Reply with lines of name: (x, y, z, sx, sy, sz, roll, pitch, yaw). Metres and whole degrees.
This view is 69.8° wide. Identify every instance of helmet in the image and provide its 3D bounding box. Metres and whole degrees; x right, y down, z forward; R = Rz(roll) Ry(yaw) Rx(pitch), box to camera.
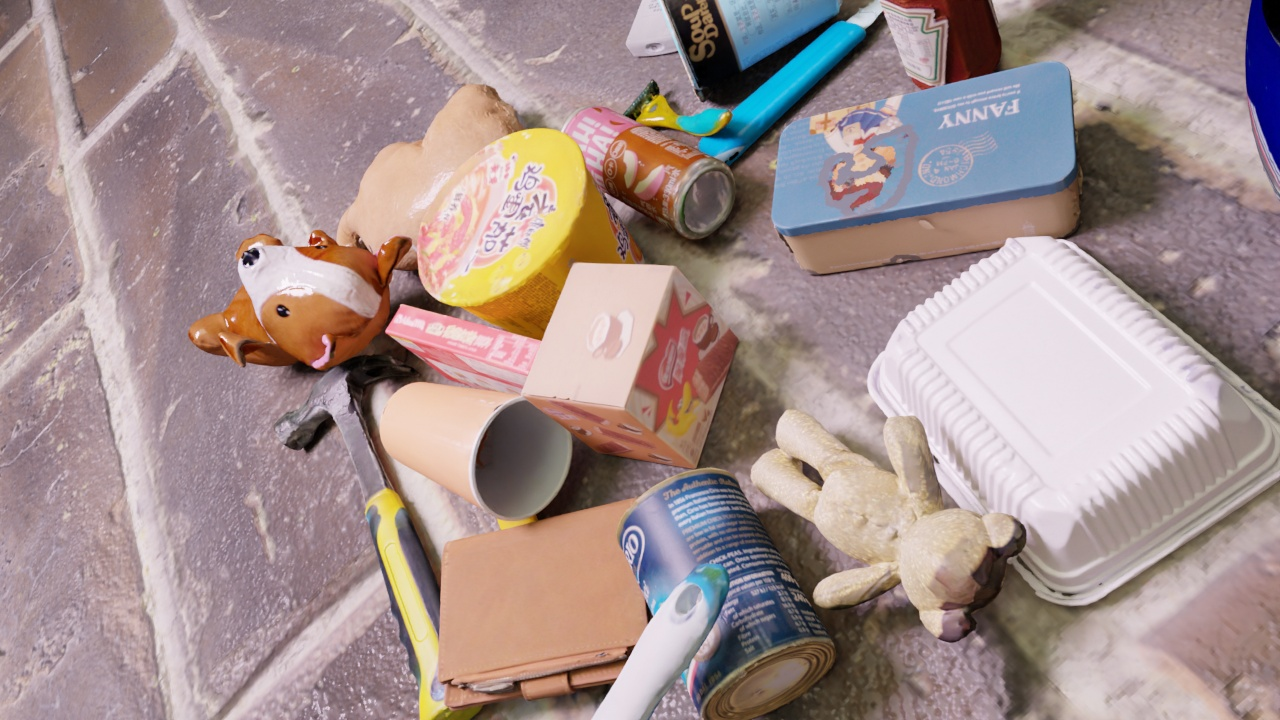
helmet: (0.356, -0.150, 0.320, 0.247, 0.241, 0.315, 15, 76, -2)

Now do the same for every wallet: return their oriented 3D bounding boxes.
wallet: (-0.056, 0.144, 0.544, 0.132, 0.031, 0.107, -16, 54, 13)

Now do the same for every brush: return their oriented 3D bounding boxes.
brush: (-0.036, 0.237, 0.436, 0.314, 0.109, 0.060, -51, 46, -3)

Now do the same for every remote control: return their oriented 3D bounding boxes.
remote control: (0.032, -0.317, 0.777, 0.056, 0.019, 0.135, 4, 66, 34)

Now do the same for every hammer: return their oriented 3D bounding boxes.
hammer: (-0.179, 0.112, 0.654, 0.126, 0.032, 0.323, -42, 49, 6)

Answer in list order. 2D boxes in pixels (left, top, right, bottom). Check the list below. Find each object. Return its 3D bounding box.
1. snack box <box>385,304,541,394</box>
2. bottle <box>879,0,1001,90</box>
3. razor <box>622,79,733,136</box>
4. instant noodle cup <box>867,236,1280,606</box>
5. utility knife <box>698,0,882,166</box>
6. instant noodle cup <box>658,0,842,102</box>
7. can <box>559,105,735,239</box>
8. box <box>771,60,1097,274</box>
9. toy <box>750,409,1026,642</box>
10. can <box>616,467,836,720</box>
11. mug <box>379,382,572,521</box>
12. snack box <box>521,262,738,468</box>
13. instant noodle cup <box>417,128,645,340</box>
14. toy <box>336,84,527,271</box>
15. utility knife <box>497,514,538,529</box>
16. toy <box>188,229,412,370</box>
snack box: (-0.104, 0.001, 0.642, 0.153, 0.075, 0.025, 14, 70, 38)
bottle: (0.159, -0.239, 0.526, 0.060, 0.206, 0.059, -16, 54, 24)
razor: (0.032, -0.182, 0.679, 0.043, 0.028, 0.132, -48, 33, -7)
instant noodle cup: (0.200, 0.014, 0.449, 0.138, 0.060, 0.173, -38, 48, 8)
utility knife: (0.134, -0.221, 0.655, 0.236, 0.018, 0.034, -41, 47, 7)
instant noodle cup: (0.078, -0.265, 0.671, 0.120, 0.111, 0.111, -21, 53, 10)
can: (0.002, -0.139, 0.667, 0.058, 0.058, 0.147, -51, 49, -3)
box: (0.172, -0.109, 0.539, 0.185, 0.061, 0.089, -9, 59, 30)
toy: (0.115, 0.075, 0.465, 0.157, 0.066, 0.105, 34, 97, 50)
can: (0.043, 0.122, 0.476, 0.075, 0.075, 0.111, -37, 50, 9)
mug: (-0.113, 0.052, 0.599, 0.123, 0.078, 0.078, 10, 69, 44)
snack box: (-0.003, 0.003, 0.562, 0.077, 0.094, 0.092, 6, 67, 35)
instant noodle cup: (-0.068, -0.074, 0.639, 0.138, 0.110, 0.137, -16, 57, 25)
toy: (-0.189, -0.137, 0.782, 0.226, 0.082, 0.143, -32, 47, 18)
utility knife: (-0.097, 0.080, 0.630, 0.033, 0.015, 0.163, -40, 50, 14)
toy: (-0.276, -0.051, 0.741, 0.200, 0.130, 0.140, 6, 67, 39)
